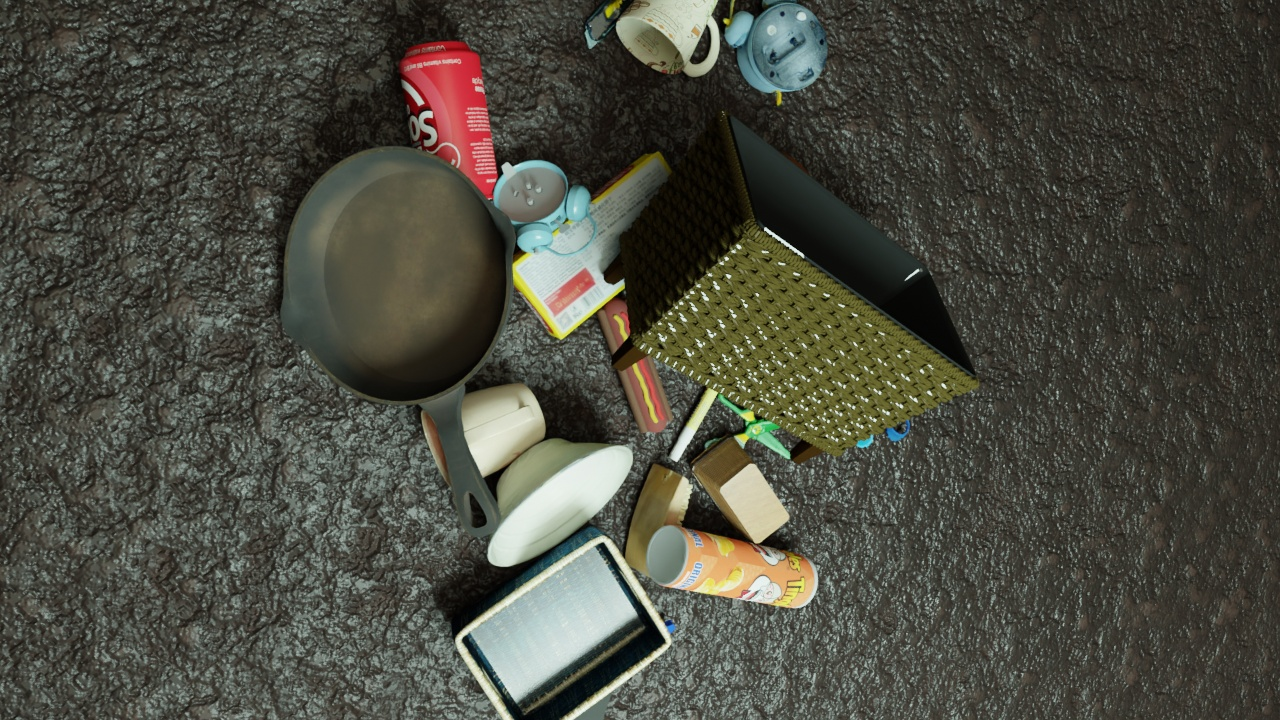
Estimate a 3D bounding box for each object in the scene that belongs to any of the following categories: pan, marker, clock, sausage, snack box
[{"bbox_3d":[-0.192,-0.014,0.830,0.249,0.043,0.356,-19,90,18],"label":"pan"},{"bbox_3d":[0.069,0.053,1.023,0.014,0.014,0.132,31,86,-21],"label":"marker"},{"bbox_3d":[0.141,-0.341,0.974,0.088,0.052,0.124,-38,107,-10],"label":"clock"},{"bbox_3d":[-0.006,0.006,0.976,0.040,0.040,0.155,-24,105,-16],"label":"sausage"},{"bbox_3d":[-0.038,-0.120,0.945,0.200,0.042,0.092,-40,109,-10],"label":"snack box"},{"bbox_3d":[-0.092,-0.146,0.891,0.087,0.042,0.123,-41,66,-11],"label":"clock"}]

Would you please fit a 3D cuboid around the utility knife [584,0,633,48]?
[{"bbox_3d":[-0.003,-0.384,0.934,0.029,0.020,0.171,41,84,-18],"label":"utility knife"}]

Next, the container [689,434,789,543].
[{"bbox_3d":[0.114,0.148,1.021,0.063,0.061,0.114,-37,114,-6],"label":"container"}]

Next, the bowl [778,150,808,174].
[{"bbox_3d":[0.147,-0.152,0.973,0.147,0.069,0.147,-7,102,-35],"label":"bowl"}]

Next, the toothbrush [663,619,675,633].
[{"bbox_3d":[-0.041,0.340,1.008,0.186,0.011,0.016,-29,105,-15],"label":"toothbrush"}]

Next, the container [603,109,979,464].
[{"bbox_3d":[0.131,-0.045,0.894,0.320,0.176,0.206,28,127,-32],"label":"container"}]

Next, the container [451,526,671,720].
[{"bbox_3d":[-0.083,0.284,0.960,0.187,0.071,0.145,-33,97,-13],"label":"container"}]

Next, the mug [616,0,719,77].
[{"bbox_3d":[0.046,-0.343,0.935,0.122,0.081,0.097,41,77,-43],"label":"mug"}]

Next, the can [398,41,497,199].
[{"bbox_3d":[-0.179,-0.220,0.861,0.074,0.074,0.142,-11,101,-19],"label":"can"}]

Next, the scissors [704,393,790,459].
[{"bbox_3d":[0.126,0.085,1.050,0.128,0.012,0.119,40,85,-21],"label":"scissors"}]

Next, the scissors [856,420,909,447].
[{"bbox_3d":[0.294,0.039,1.107,0.086,0.015,0.135,4,92,-16],"label":"scissors"}]

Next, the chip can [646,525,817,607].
[{"bbox_3d":[0.104,0.228,1.005,0.210,0.062,0.062,20,90,-38],"label":"chip can"}]

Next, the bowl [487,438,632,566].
[{"bbox_3d":[-0.094,0.128,0.927,0.176,0.177,0.058,-36,67,-12],"label":"bowl"}]

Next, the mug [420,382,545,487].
[{"bbox_3d":[-0.147,0.066,0.896,0.104,0.112,0.085,-23,90,-25],"label":"mug"}]

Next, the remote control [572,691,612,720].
[{"bbox_3d":[-0.061,0.367,1.020,0.058,0.013,0.133,19,91,-21],"label":"remote control"}]

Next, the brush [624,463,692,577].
[{"bbox_3d":[0.021,0.176,1.006,0.039,0.049,0.117,17,91,-44],"label":"brush"}]
